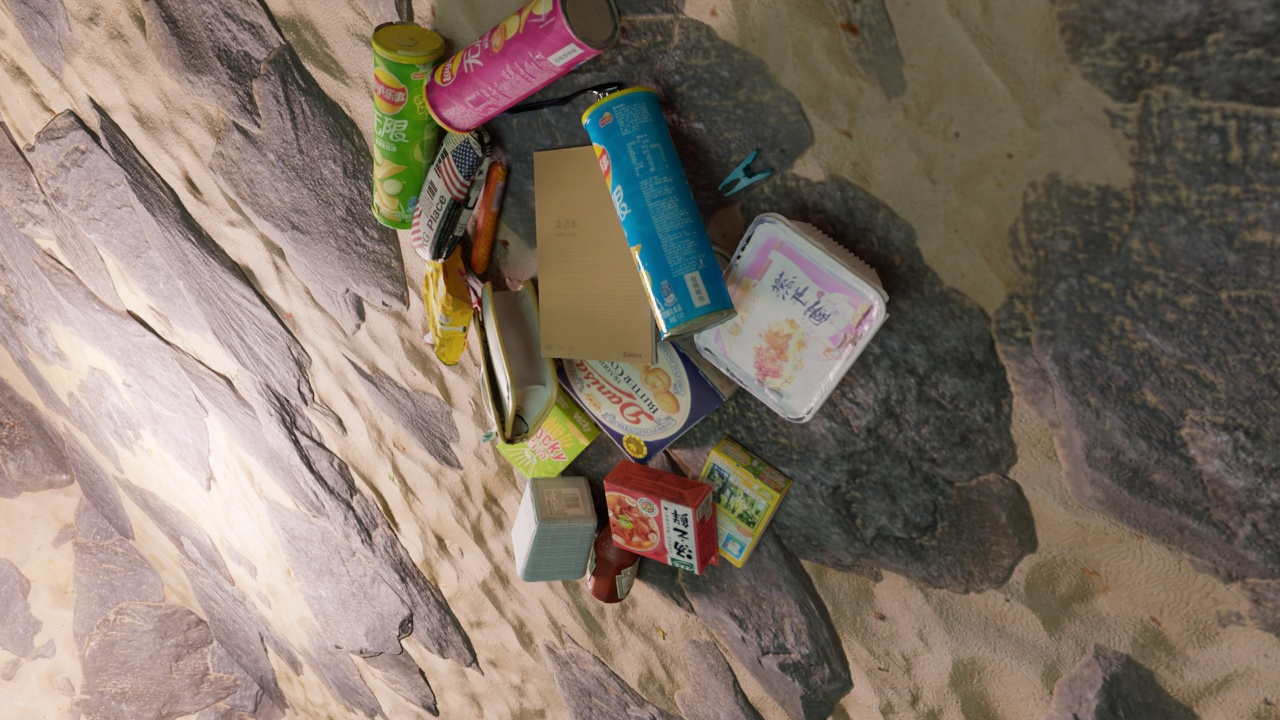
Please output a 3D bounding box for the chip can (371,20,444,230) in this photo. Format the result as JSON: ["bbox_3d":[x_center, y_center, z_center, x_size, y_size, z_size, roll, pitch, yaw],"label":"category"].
[{"bbox_3d":[-0.252,-0.243,0.985,0.072,0.072,0.222,32,134,18],"label":"chip can"}]

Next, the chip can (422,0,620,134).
[{"bbox_3d":[-0.114,-0.278,0.846,0.211,0.071,0.071,-14,109,44],"label":"chip can"}]

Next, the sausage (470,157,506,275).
[{"bbox_3d":[-0.169,-0.155,1.014,0.021,0.021,0.166,36,136,14],"label":"sausage"}]

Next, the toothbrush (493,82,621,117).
[{"bbox_3d":[-0.089,-0.247,0.890,0.189,0.014,0.017,2,132,40],"label":"toothbrush"}]

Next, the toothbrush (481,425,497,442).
[{"bbox_3d":[-0.160,0.059,1.147,0.026,0.027,0.225,55,146,6],"label":"toothbrush"}]

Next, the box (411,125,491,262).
[{"bbox_3d":[-0.200,-0.179,0.987,0.072,0.059,0.165,43,123,17],"label":"box"}]

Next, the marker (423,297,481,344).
[{"bbox_3d":[-0.233,-0.047,1.149,0.146,0.017,0.017,-24,102,47],"label":"marker"}]

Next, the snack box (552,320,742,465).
[{"bbox_3d":[-0.006,0.006,0.975,0.178,0.045,0.183,48,137,3],"label":"snack box"}]

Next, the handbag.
[{"bbox_3d":[-0.159,0.015,1.045,0.179,0.063,0.163,122,139,-50],"label":"handbag"}]

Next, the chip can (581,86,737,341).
[{"bbox_3d":[0.016,-0.126,0.797,0.071,0.071,0.210,-25,82,47],"label":"chip can"}]

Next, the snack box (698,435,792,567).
[{"bbox_3d":[0.101,0.156,1.002,0.087,0.033,0.141,34,137,17],"label":"snack box"}]

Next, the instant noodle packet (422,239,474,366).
[{"bbox_3d":[-0.222,-0.073,1.061,0.111,0.044,0.128,112,149,-47],"label":"instant noodle packet"}]

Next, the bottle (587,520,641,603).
[{"bbox_3d":[-0.026,0.222,1.137,0.060,0.059,0.207,30,134,20],"label":"bottle"}]

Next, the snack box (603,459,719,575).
[{"bbox_3d":[0.024,0.182,1.018,0.113,0.044,0.127,13,130,27],"label":"snack box"}]

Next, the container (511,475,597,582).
[{"bbox_3d":[-0.107,0.208,1.155,0.090,0.090,0.112,-108,26,-45],"label":"container"}]

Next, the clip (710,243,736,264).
[{"bbox_3d":[0.040,-0.093,0.853,0.102,0.094,0.035,31,136,4],"label":"clip"}]

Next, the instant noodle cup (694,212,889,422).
[{"bbox_3d":[0.137,-0.043,0.811,0.138,0.060,0.174,39,135,12],"label":"instant noodle cup"}]

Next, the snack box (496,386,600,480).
[{"bbox_3d":[-0.118,0.099,1.149,0.086,0.026,0.157,47,137,2],"label":"snack box"}]

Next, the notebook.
[{"bbox_3d":[-0.047,-0.103,0.902,0.150,0.012,0.211,4,99,38],"label":"notebook"}]

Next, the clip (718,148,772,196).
[{"bbox_3d":[0.089,-0.161,0.800,0.049,0.015,0.057,51,136,-5],"label":"clip"}]
